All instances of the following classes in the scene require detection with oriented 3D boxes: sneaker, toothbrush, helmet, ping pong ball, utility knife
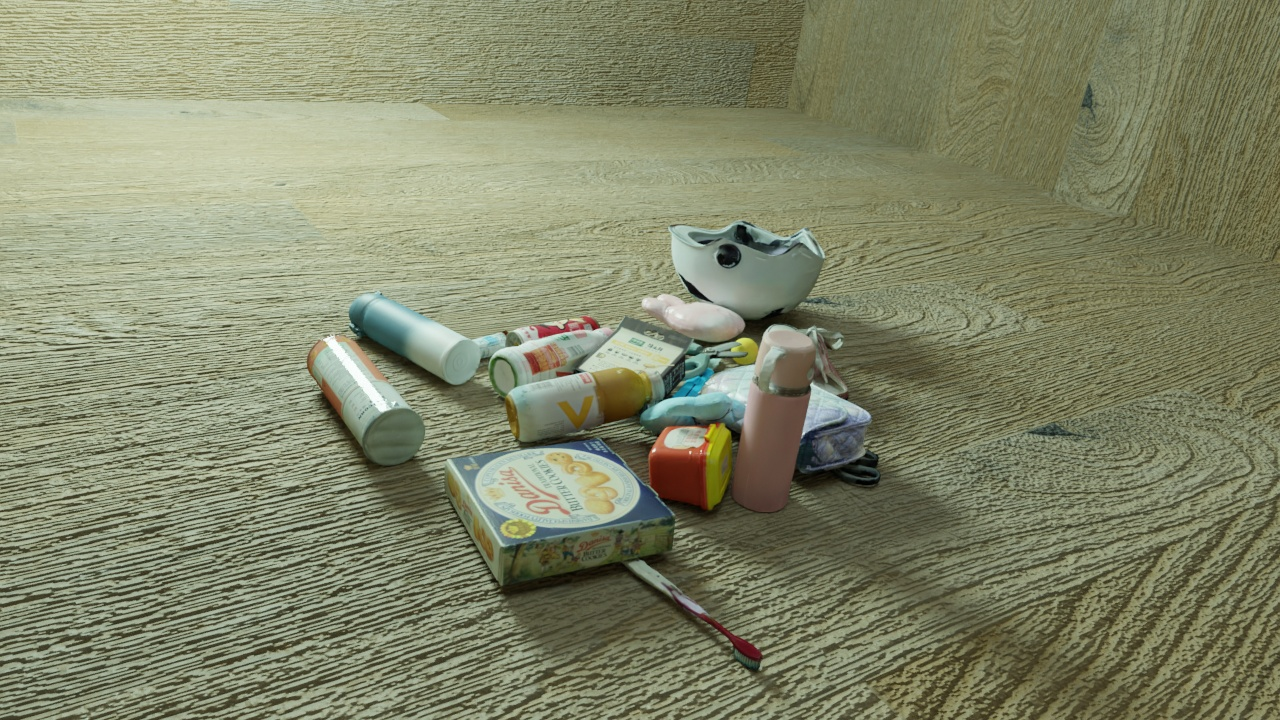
[{"bbox_3d":[0.240,-0.009,1.317,0.118,0.088,0.240,2,26,-11],"label":"sneaker"},{"bbox_3d":[0.041,0.225,0.841,0.016,0.017,0.188,-18,32,-38],"label":"toothbrush"},{"bbox_3d":[0.170,-0.145,1.522,0.259,0.146,0.228,5,17,7],"label":"helmet"},{"bbox_3d":[0.154,-0.013,1.358,0.040,0.040,0.040,6,25,-3],"label":"ping pong ball"},{"bbox_3d":[0.081,0.028,1.278,0.034,0.018,0.204,13,24,14],"label":"utility knife"}]

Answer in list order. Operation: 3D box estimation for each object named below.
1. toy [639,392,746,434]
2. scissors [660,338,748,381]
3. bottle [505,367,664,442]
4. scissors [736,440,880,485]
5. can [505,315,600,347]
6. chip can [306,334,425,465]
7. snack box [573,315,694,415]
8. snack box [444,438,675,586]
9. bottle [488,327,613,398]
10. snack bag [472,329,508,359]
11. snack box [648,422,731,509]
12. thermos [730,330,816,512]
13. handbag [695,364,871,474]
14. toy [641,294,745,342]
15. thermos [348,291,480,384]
[{"bbox_3d":[0.057,0.066,1.090,0.156,0.049,0.161,-7,-12,29],"label":"toy"},{"bbox_3d":[0.066,0.001,1.299,0.175,0.019,0.175,2,24,12],"label":"scissors"},{"bbox_3d":[-0.064,0.048,1.102,0.189,0.068,0.068,-12,30,-18],"label":"bottle"},{"bbox_3d":[0.208,0.121,1.115,0.170,0.014,0.150,-6,27,-26],"label":"scissors"},{"bbox_3d":[-0.122,-0.028,1.297,0.132,0.053,0.053,-13,31,-37],"label":"can"},{"bbox_3d":[-0.325,0.040,1.071,0.071,0.071,0.215,-10,30,-33],"label":"chip can"},{"bbox_3d":[-0.007,0.007,1.220,0.113,0.053,0.125,20,43,27],"label":"snack box"},{"bbox_3d":[-0.085,0.145,0.929,0.182,0.046,0.178,-5,23,-27],"label":"snack box"},{"bbox_3d":[-0.110,-0.004,1.230,0.068,0.068,0.196,25,30,34],"label":"bottle"},{"bbox_3d":[-0.215,-0.019,1.284,0.048,0.026,0.104,32,33,31],"label":"snack bag"},{"bbox_3d":[0.055,0.112,1.015,0.080,0.082,0.091,4,22,16],"label":"snack box"},{"bbox_3d":[0.140,0.069,0.987,0.067,0.199,0.087,21,30,25],"label":"thermos"},{"bbox_3d":[0.178,0.066,1.134,0.134,0.076,0.194,-9,23,-33],"label":"handbag"},{"bbox_3d":[0.083,-0.068,1.441,0.159,0.054,0.121,22,20,28],"label":"toy"},{"bbox_3d":[-0.313,-0.033,1.247,0.221,0.070,0.070,24,29,33],"label":"thermos"}]
